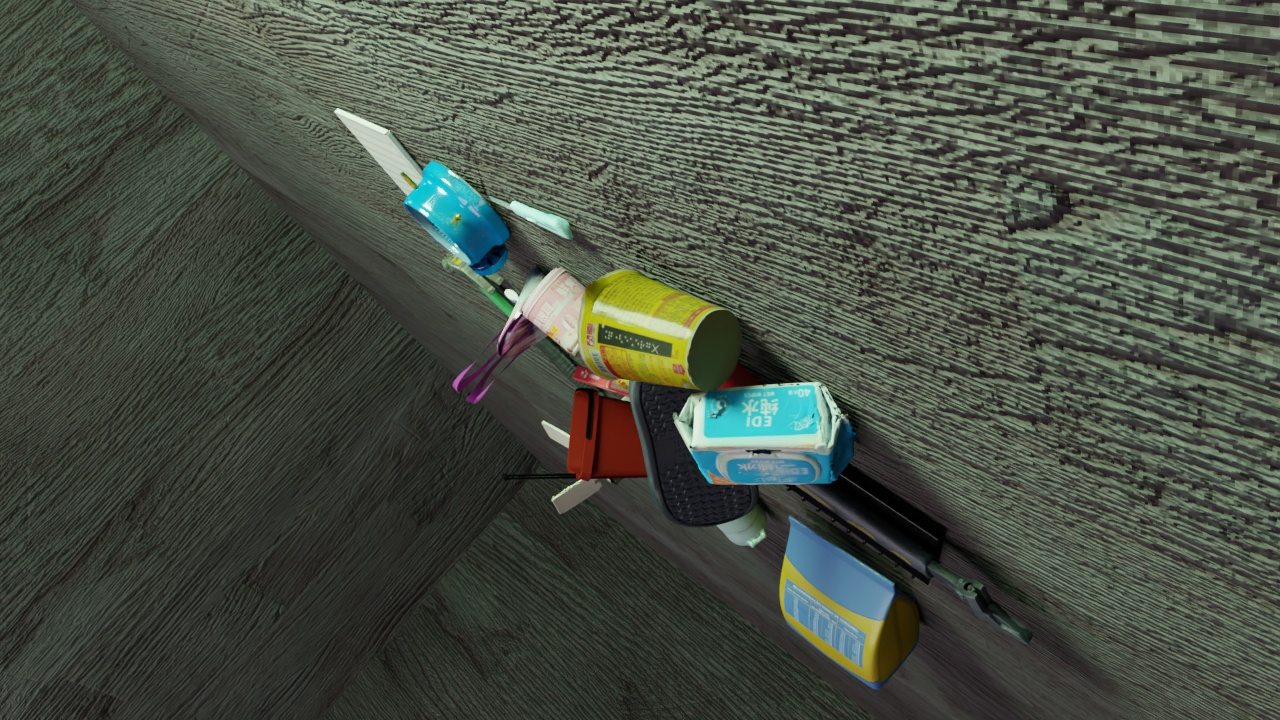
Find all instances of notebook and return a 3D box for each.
[{"bbox_3d":[-0.285,-0.222,1.155,0.143,0.009,0.210,30,164,43],"label":"notebook"},{"bbox_3d":[0.197,0.132,0.926,0.231,0.019,0.169,34,165,27],"label":"notebook"}]

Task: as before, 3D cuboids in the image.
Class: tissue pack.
[{"bbox_3d":[0.106,0.065,0.760,0.144,0.061,0.093,-5,150,16],"label":"tissue pack"}]

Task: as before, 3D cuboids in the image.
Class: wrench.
[{"bbox_3d":[0.234,0.166,0.842,0.273,0.022,0.073,35,170,23],"label":"wrench"}]

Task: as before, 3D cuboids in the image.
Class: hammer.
[{"bbox_3d":[-0.160,-0.041,1.367,0.319,0.032,0.130,47,166,-28],"label":"hammer"}]

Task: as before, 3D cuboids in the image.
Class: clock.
[{"bbox_3d":[-0.200,-0.152,1.024,0.117,0.060,0.161,36,168,21],"label":"clock"}]

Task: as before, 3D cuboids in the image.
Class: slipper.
[{"bbox_3d":[0.047,0.074,0.959,0.083,0.111,0.268,-108,-1,-50],"label":"slipper"}]

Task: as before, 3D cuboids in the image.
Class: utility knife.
[{"bbox_3d":[-0.111,-0.146,0.897,0.158,0.015,0.022,31,166,50],"label":"utility knife"}]

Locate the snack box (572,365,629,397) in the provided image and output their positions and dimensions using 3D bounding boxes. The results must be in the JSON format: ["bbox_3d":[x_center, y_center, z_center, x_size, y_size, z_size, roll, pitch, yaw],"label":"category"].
[{"bbox_3d":[-0.023,0.032,1.149,0.089,0.021,0.133,18,176,-22],"label":"snack box"}]

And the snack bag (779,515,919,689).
[{"bbox_3d":[0.255,0.290,1.139,0.159,0.102,0.205,31,152,39],"label":"snack bag"}]

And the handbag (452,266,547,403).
[{"bbox_3d":[-0.153,-0.021,1.081,0.068,0.169,0.145,40,168,3],"label":"handbag"}]

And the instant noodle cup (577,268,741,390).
[{"bbox_3d":[0.022,-0.019,0.768,0.113,0.100,0.100,17,155,41],"label":"instant noodle cup"}]

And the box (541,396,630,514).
[{"bbox_3d":[-0.074,0.126,1.366,0.101,0.186,0.145,52,167,30],"label":"box"}]

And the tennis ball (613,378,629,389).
[{"bbox_3d":[-0.003,-0.001,0.947,0.065,0.065,0.065,39,168,10],"label":"tennis ball"}]

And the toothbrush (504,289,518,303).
[{"bbox_3d":[-0.107,-0.045,1.202,0.223,0.027,0.026,33,159,36],"label":"toothbrush"}]

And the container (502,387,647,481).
[{"bbox_3d":[-0.074,0.099,1.205,0.200,0.127,0.148,6,178,-11],"label":"container"}]

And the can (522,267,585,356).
[{"bbox_3d":[-0.079,-0.053,0.990,0.076,0.067,0.067,39,168,0],"label":"can"}]

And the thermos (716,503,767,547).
[{"bbox_3d":[0.107,0.180,1.252,0.207,0.065,0.078,50,179,-37],"label":"thermos"}]

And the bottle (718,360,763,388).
[{"bbox_3d":[0.096,0.036,0.834,0.141,0.042,0.042,47,167,-25],"label":"bottle"}]
